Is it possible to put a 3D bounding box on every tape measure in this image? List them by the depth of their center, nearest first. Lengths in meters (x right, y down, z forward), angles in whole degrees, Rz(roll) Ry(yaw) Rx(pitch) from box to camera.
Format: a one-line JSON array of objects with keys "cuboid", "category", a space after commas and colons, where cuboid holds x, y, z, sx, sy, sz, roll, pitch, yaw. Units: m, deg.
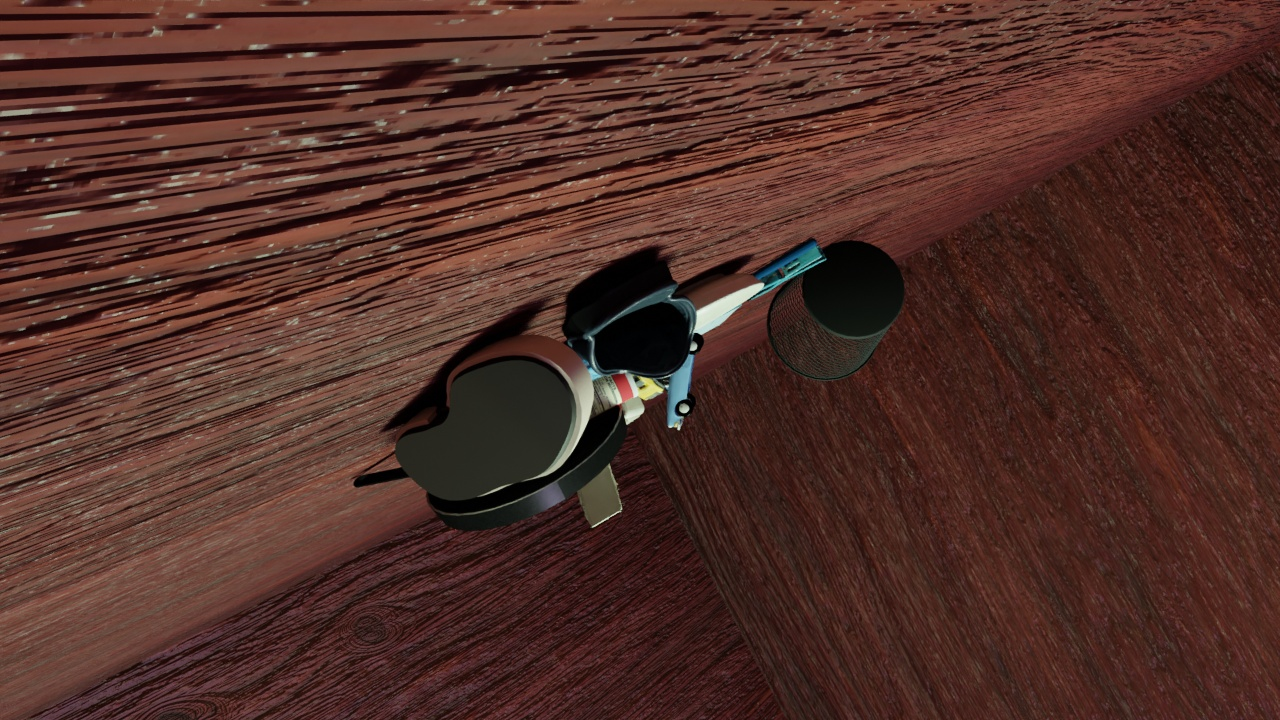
[{"cuboid": [-0.007, 0.007, 1.120, 0.042, 0.071, 0.072, -28, 154, 23], "category": "tape measure"}]

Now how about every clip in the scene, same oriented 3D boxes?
[{"cuboid": [0.185, -0.114, 1.222, 0.130, 0.030, 0.120, -27, 171, 1], "category": "clip"}]

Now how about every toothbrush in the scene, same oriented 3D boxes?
[{"cuboid": [0.144, -0.105, 1.138, 0.168, 0.014, 0.014, -30, 164, 14], "category": "toothbrush"}]

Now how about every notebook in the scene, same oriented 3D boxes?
[{"cuboid": [0.037, -0.018, 1.487, 0.253, 0.009, 0.181, -28, 175, -8], "category": "notebook"}]

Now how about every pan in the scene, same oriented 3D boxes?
[{"cuboid": [-0.176, 0.116, 1.003, 0.357, 0.034, 0.224, -13, -157, 27], "category": "pan"}]

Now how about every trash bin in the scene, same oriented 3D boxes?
[{"cuboid": [0.299, -0.080, 1.391, 0.184, 0.184, 0.210, -28, 170, -6], "category": "trash bin"}]

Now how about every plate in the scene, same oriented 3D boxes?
[{"cuboid": [0.049, -0.054, 1.018, 0.182, 0.034, 0.182, -28, 175, -3], "category": "plate"}]

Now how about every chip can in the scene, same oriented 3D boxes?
[{"cuboid": [-0.108, 0.063, 0.941, 0.214, 0.052, 0.052, -28, 175, -9], "category": "chip can"}]

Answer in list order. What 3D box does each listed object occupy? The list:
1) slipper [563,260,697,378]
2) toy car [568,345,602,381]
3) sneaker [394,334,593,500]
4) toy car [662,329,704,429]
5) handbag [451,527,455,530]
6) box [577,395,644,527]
[{"cuboid": [-0.003, -0.019, 0.794, 0.109, 0.083, 0.265, -29, 180, -3], "category": "slipper"}, {"cuboid": [-0.047, -0.006, 0.923, 0.105, 0.048, 0.032, -23, 138, -13], "category": "toy car"}, {"cuboid": [-0.107, 0.035, 0.789, 0.116, 0.111, 0.295, -52, -171, -36], "category": "sneaker"}, {"cuboid": [0.051, 0.015, 1.224, 0.055, 0.153, 0.056, 8, -170, 7], "category": "toy car"}, {"cuboid": [-0.212, 0.155, 1.304, 0.171, 0.109, 0.060, -26, 175, -26], "category": "handbag"}, {"cuboid": [-0.053, 0.090, 1.080, 0.144, 0.184, 0.044, -37, 166, 36], "category": "box"}]
